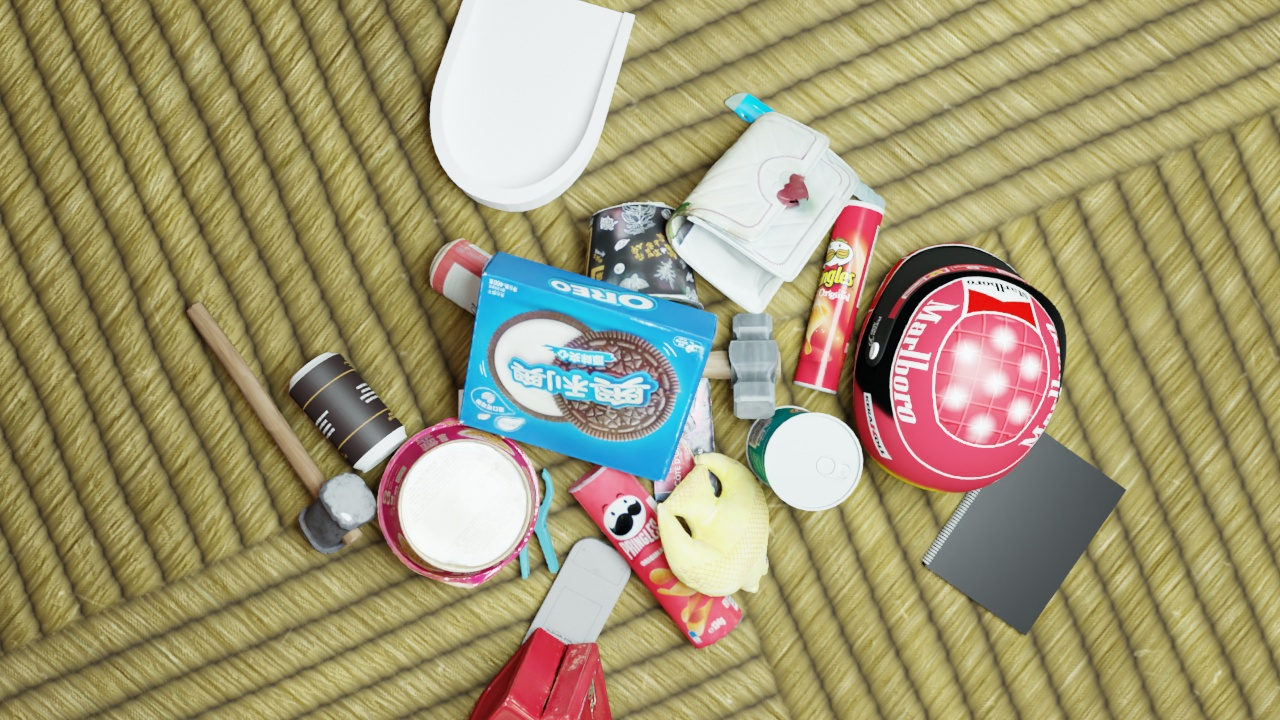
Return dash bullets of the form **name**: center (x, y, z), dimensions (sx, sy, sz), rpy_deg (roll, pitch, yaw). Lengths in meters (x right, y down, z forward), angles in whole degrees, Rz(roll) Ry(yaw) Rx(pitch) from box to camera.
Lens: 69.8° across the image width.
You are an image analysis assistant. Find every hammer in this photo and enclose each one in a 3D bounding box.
- **hammer**: center (-0.006, 0.006, 1.031), dimensions (0.323, 0.051, 0.117), rpy_deg (0, 56, 6)
- **hammer**: center (-0.410, 0.068, 1.027), dimensions (0.328, 0.052, 0.098), rpy_deg (54, 133, 6)

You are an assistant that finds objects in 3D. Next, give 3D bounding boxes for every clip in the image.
- **clip**: center (-0.146, 0.184, 1.054), dimensions (0.121, 0.031, 0.130), rpy_deg (9, 89, -5)

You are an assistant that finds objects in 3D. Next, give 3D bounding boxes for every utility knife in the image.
- **utility knife**: center (0.194, -0.240, 1.061), dimensions (0.225, 0.015, 0.031), rpy_deg (38, 91, 2)

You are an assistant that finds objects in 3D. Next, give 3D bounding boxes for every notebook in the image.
- **notebook**: center (0.444, 0.192, 1.068), dimensions (0.149, 0.016, 0.206), rpy_deg (35, 90, -2)

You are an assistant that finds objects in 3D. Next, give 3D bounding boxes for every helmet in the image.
- **helmet**: center (0.331, 0.004, 0.962), dimensions (0.197, 0.224, 0.271), rpy_deg (12, 91, -1)

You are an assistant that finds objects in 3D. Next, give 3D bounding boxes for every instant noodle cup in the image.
- **instant noodle cup**: center (-0.003, -0.105, 1.007), dimensions (0.137, 0.137, 0.112), rpy_deg (-3, 80, -1)
- **instant noodle cup**: center (-0.190, 0.153, 0.983), dimensions (0.178, 0.078, 0.178), rpy_deg (1, 85, -15)

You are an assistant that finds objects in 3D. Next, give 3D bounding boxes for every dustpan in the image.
- **dustpan**: center (-0.134, -0.300, 1.036), dimensions (0.191, 0.053, 0.257), rpy_deg (16, 90, -1)

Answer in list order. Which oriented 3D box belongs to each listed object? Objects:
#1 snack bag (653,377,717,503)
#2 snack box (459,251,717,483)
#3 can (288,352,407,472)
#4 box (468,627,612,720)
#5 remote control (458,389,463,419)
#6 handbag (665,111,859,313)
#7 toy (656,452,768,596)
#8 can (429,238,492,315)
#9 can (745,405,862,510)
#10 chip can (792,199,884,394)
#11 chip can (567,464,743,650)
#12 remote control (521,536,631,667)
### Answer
- **snack bag**: center (0.048, 0.086, 1.061), dimensions (0.074, 0.018, 0.155), rpy_deg (-4, 92, -2)
- **snack box**: center (-0.060, 0.011, 0.955), dimensions (0.239, 0.056, 0.196), rpy_deg (16, 124, 0)
- **can**: center (-0.327, 0.057, 1.026), dimensions (0.072, 0.072, 0.128), rpy_deg (-41, 91, -1)
- **box**: center (-0.121, 0.380, 0.981), dimensions (0.156, 0.157, 0.147), rpy_deg (-3, 101, 9)
- **remote control**: center (-0.135, 0.058, 1.053), dimensions (0.143, 0.024, 0.049), rpy_deg (1, 90, -3)
- **handbag**: center (0.133, -0.166, 0.980), dimensions (0.142, 0.096, 0.198), rpy_deg (38, 58, -3)
- **toy**: center (0.091, 0.186, 1.011), dimensions (0.155, 0.065, 0.170), rpy_deg (51, 47, -9)
- **can**: center (-0.151, -0.069, 1.018), dimensions (0.170, 0.067, 0.067), rpy_deg (32, 90, 9)
- **can**: center (0.173, 0.102, 0.998), dimensions (0.099, 0.144, 0.099), rpy_deg (0, 90, -1)
- **chip can**: center (0.225, -0.071, 1.044), dimensions (0.052, 0.052, 0.214), rpy_deg (15, 90, -1)
- **chip can**: center (0.018, 0.215, 1.034), dimensions (0.073, 0.073, 0.233), rpy_deg (-38, 92, -1)
- **remote control**: center (-0.071, 0.279, 1.058), dimensions (0.074, 0.019, 0.151), rpy_deg (28, 91, -1)
